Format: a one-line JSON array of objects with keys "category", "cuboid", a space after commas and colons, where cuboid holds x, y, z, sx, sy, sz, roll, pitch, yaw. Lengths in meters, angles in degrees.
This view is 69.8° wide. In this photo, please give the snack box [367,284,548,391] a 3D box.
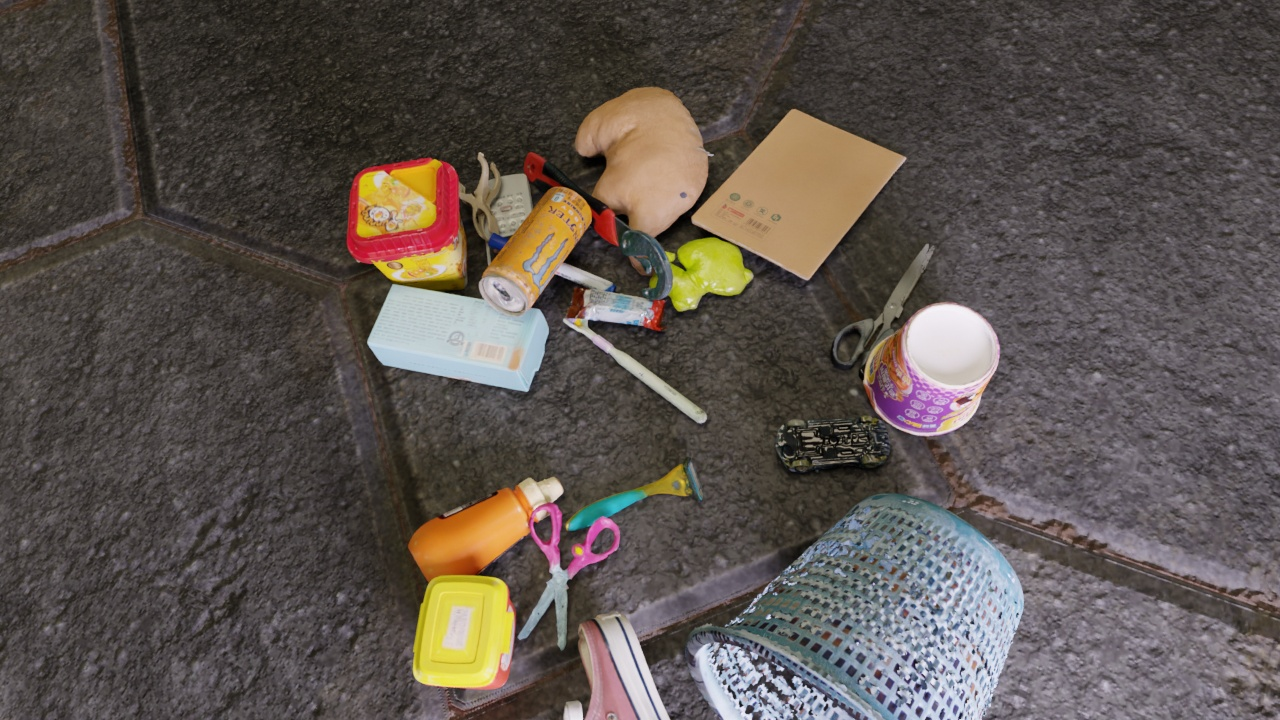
[{"category": "snack box", "cuboid": [-0.189, -0.024, 0.955, 0.175, 0.052, 0.074, 10, 63, 12]}]

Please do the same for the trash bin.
[{"category": "trash bin", "cuboid": [0.181, 0.218, 0.700, 0.226, 0.227, 0.194, 34, 59, 22]}]

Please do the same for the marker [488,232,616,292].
[{"category": "marker", "cuboid": [-0.095, -0.102, 0.985, 0.146, 0.017, 0.016, 23, 67, 5]}]

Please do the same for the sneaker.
[{"category": "sneaker", "cuboid": [-0.013, 0.317, 0.722, 0.087, 0.118, 0.241, -13, 54, -19]}]

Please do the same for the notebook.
[{"category": "notebook", "cuboid": [0.173, -0.186, 0.997, 0.148, 0.008, 0.207, 30, 63, 22]}]

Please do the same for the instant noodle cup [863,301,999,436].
[{"category": "instant noodle cup", "cuboid": [0.271, 0.004, 0.839, 0.111, 0.099, 0.111, 0, 70, 1]}]

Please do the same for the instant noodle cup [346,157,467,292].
[{"category": "instant noodle cup", "cuboid": [-0.239, -0.134, 0.979, 0.116, 0.124, 0.116, -8, 61, 3]}]

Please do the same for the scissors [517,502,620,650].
[{"category": "scissors", "cuboid": [-0.080, 0.191, 0.831, 0.108, 0.017, 0.135, 34, 80, 3]}]

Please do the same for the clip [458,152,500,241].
[{"category": "clip", "cuboid": [-0.173, -0.189, 1.024, 0.095, 0.035, 0.102, -48, 60, 3]}]

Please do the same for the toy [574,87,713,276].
[{"category": "toy", "cuboid": [0.010, -0.204, 1.009, 0.144, 0.082, 0.225, -25, 62, 18]}]

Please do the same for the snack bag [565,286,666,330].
[{"category": "snack bag", "cuboid": [-0.022, -0.054, 0.952, 0.105, 0.026, 0.045, 9, 56, 3]}]

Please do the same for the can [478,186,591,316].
[{"category": "can", "cuboid": [-0.106, -0.114, 0.943, 0.058, 0.058, 0.145, 18, 54, 17]}]

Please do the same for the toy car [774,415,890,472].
[{"category": "toy car", "cuboid": [0.179, 0.079, 0.859, 0.105, 0.031, 0.048, -3, 61, 5]}]

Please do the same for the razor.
[{"category": "razor", "cuboid": [-0.008, 0.132, 0.861, 0.132, 0.043, 0.028, -21, 17, -2]}]

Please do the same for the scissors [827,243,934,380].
[{"category": "scissors", "cuboid": [0.263, -0.047, 0.926, 0.175, 0.014, 0.132, -22, 63, -8]}]

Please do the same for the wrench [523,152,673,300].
[{"category": "wrench", "cuboid": [-0.051, -0.156, 0.995, 0.016, 0.056, 0.273, -11, 44, -40]}]

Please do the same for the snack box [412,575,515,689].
[{"category": "snack box", "cuboid": [-0.145, 0.239, 0.795, 0.082, 0.080, 0.091, 0, 62, 9]}]

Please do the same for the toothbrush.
[{"category": "toothbrush", "cuboid": [-0.006, 0.005, 0.931, 0.189, 0.020, 0.029, 38, 49, 24]}]

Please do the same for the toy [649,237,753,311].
[{"category": "toy", "cuboid": [0.063, -0.095, 0.963, 0.097, 0.031, 0.100, 38, 73, 10]}]

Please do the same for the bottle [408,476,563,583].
[{"category": "bottle", "cuboid": [-0.138, 0.153, 0.853, 0.149, 0.067, 0.066, -30, 62, -16]}]

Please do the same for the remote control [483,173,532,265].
[{"category": "remote control", "cuboid": [-0.146, -0.146, 1.030, 0.058, 0.021, 0.149, -13, 61, 2]}]
